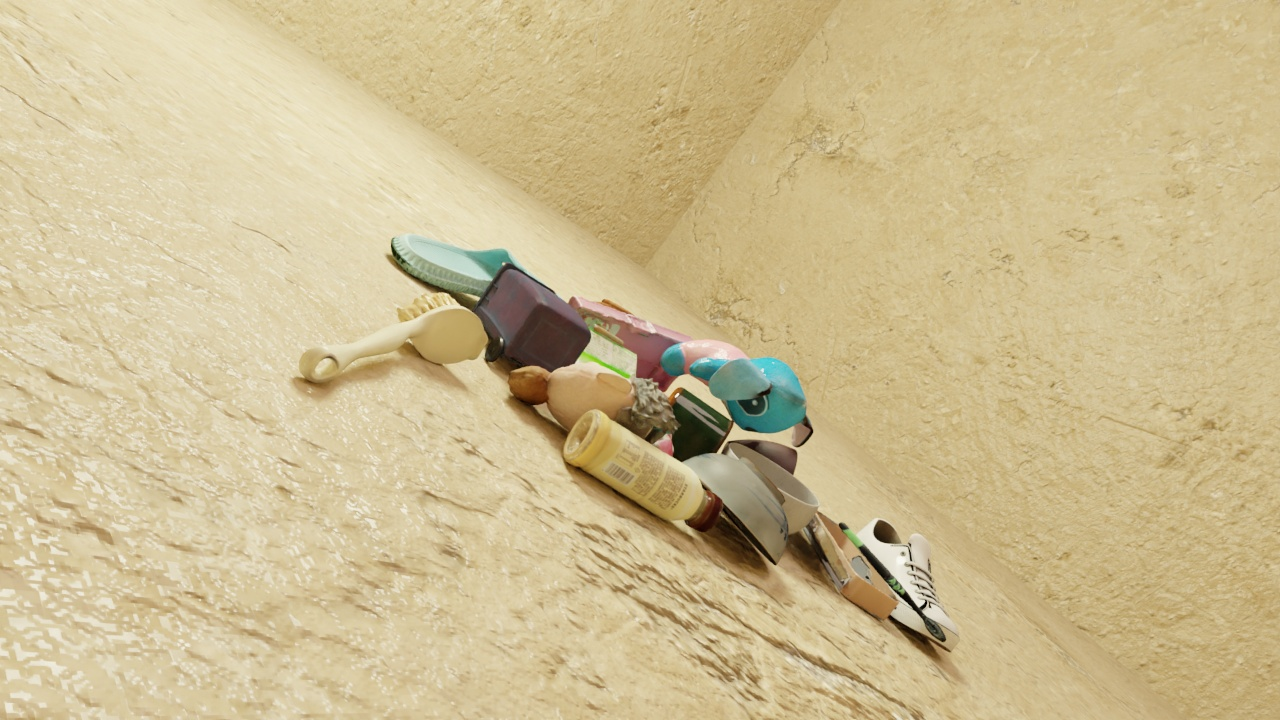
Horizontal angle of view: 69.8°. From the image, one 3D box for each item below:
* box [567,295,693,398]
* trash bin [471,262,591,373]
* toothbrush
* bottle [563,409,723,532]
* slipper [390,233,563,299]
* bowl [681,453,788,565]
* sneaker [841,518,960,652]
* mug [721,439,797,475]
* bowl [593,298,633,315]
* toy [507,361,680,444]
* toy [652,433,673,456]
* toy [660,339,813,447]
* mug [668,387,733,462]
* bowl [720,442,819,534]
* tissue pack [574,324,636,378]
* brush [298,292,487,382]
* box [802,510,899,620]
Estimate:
[{"bbox_3d":[-0.007,0.010,1.189,0.232,0.099,0.115,19,26,-45],"label":"box"},{"bbox_3d":[-0.129,-0.040,1.045,0.093,0.092,0.161,32,6,-30],"label":"trash bin"},{"bbox_3d":[0.305,0.268,1.124,0.188,0.014,0.017,50,3,33],"label":"toothbrush"},{"bbox_3d":[0.006,0.109,0.872,0.162,0.056,0.056,34,9,-20],"label":"bottle"},{"bbox_3d":[-0.181,-0.106,1.158,0.276,0.070,0.116,22,18,-34],"label":"slipper"},{"bbox_3d":[0.112,0.145,0.979,0.150,0.056,0.151,47,-5,5],"label":"bowl"},{"bbox_3d":[0.359,0.285,1.218,0.091,0.097,0.245,34,8,-16],"label":"sneaker"},{"bbox_3d":[0.152,0.136,1.234,0.088,0.087,0.113,23,26,-2],"label":"mug"},{"bbox_3d":[-0.047,-0.052,1.401,0.147,0.069,0.147,30,-2,1],"label":"bowl"},{"bbox_3d":[-0.047,0.040,0.918,0.176,0.133,0.076,20,55,-6],"label":"toy"},{"bbox_3d":[0.017,0.105,1.003,0.102,0.050,0.065,-74,145,-74],"label":"toy"},{"bbox_3d":[0.134,0.035,1.179,0.191,0.099,0.224,28,-2,41],"label":"toy"},{"bbox_3d":[0.060,0.080,1.126,0.081,0.085,0.110,35,30,1],"label":"mug"},{"bbox_3d":[0.143,0.162,1.102,0.132,0.064,0.131,31,9,-6],"label":"bowl"},{"bbox_3d":[-0.047,0.016,1.084,0.114,0.034,0.099,30,51,-38],"label":"tissue pack"},{"bbox_3d":[-0.201,-0.016,0.750,0.077,0.062,0.272,21,11,8],"label":"brush"},{"bbox_3d":[0.246,0.234,1.188,0.157,0.063,0.216,56,4,-13],"label":"box"}]
